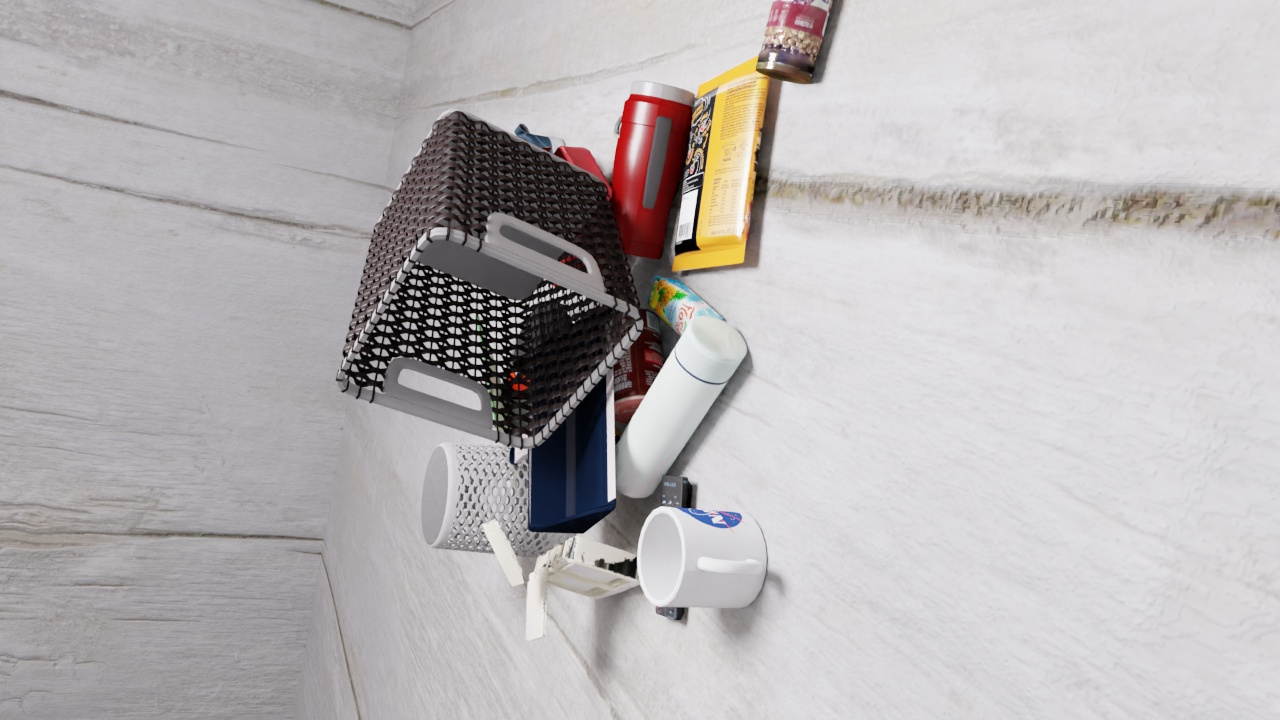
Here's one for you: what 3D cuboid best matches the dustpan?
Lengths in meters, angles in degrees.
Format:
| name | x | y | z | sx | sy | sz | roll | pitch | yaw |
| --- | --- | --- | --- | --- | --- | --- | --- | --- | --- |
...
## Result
| name | x | y | z | sx | sy | sz | roll | pitch | yaw |
| --- | --- | --- | --- | --- | --- | --- | --- | --- | --- |
| dustpan | -0.102 | 0.087 | 1.115 | 0.274 | 0.080 | 0.236 | 129 | 143 | -65 |

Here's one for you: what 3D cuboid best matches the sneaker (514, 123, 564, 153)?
| name | x | y | z | sx | sy | sz | roll | pitch | yaw |
| --- | --- | --- | --- | --- | --- | --- | --- | --- | --- |
| sneaker | -0.172 | -0.265 | 1.465 | 0.089 | 0.087 | 0.235 | -33 | 53 | 56 |

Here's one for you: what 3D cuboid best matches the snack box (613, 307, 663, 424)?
| name | x | y | z | sx | sy | sz | roll | pitch | yaw |
| --- | --- | --- | --- | --- | --- | --- | --- | --- | --- |
| snack box | -0.006 | 0.006 | 1.075 | 0.072 | 0.072 | 0.121 | -44 | 43 | 50 |

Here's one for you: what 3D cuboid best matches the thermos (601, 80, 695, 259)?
| name | x | y | z | sx | sy | sz | roll | pitch | yaw |
| --- | --- | --- | --- | --- | --- | --- | --- | --- | --- |
| thermos | 0.009 | -0.225 | 1.091 | 0.108 | 0.084 | 0.199 | -120 | 40 | -75 |

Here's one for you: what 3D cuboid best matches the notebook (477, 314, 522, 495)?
| name | x | y | z | sx | sy | sz | roll | pitch | yaw |
| --- | --- | --- | --- | --- | --- | --- | --- | --- | --- |
| notebook | -0.227 | 0.067 | 1.465 | 0.182 | 0.010 | 0.252 | 82 | 172 | -46 |

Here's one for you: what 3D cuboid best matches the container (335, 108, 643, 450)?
| name | x | y | z | sx | sy | sz | roll | pitch | yaw |
| --- | --- | --- | --- | --- | --- | --- | --- | --- | --- |
| container | -0.169 | -0.092 | 1.026 | 0.246 | 0.247 | 0.243 | -47 | 35 | 34 |

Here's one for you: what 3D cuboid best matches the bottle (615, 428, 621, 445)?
| name | x | y | z | sx | sy | sz | roll | pitch | yaw |
| --- | --- | --- | --- | --- | --- | --- | --- | --- | --- |
| bottle | -0.058 | 0.100 | 1.181 | 0.144 | 0.043 | 0.043 | 12 | 93 | 63 |

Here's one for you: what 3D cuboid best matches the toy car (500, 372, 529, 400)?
| name | x | y | z | sx | sy | sz | roll | pitch | yaw |
| --- | --- | --- | --- | --- | --- | --- | --- | --- | --- |
| toy car | -0.182 | 0.025 | 1.440 | 0.100 | 0.051 | 0.048 | -54 | 41 | 43 |

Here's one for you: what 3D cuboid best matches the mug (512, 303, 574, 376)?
| name | x | y | z | sx | sy | sz | roll | pitch | yaw |
| --- | --- | --- | --- | --- | --- | --- | --- | --- | --- |
| mug | -0.120 | -0.033 | 1.320 | 0.119 | 0.085 | 0.100 | -7 | 60 | 32 |

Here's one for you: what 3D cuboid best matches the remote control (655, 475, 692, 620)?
| name | x | y | z | sx | sy | sz | roll | pitch | yaw |
| --- | --- | --- | --- | --- | --- | --- | --- | --- | --- |
| remote control | 0.038 | 0.200 | 0.988 | 0.047 | 0.022 | 0.150 | -7 | 78 | 62 |

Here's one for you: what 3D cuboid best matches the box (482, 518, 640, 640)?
| name | x | y | z | sx | sy | sz | roll | pitch | yaw |
| --- | --- | --- | --- | --- | --- | --- | --- | --- | --- |
| box | -0.109 | 0.262 | 1.048 | 0.144 | 0.187 | 0.104 | 135 | 152 | -59 |

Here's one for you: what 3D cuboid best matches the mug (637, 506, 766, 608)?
| name | x | y | z | sx | sy | sz | roll | pitch | yaw |
| --- | --- | --- | --- | --- | --- | --- | --- | --- | --- |
| mug | 0.064 | 0.187 | 0.859 | 0.121 | 0.090 | 0.091 | -5 | 78 | 63 |

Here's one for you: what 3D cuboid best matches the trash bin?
| name | x | y | z | sx | sy | sz | roll | pitch | yaw |
| --- | --- | --- | --- | --- | --- | --- | --- | --- | --- |
| trash bin | -0.197 | 0.192 | 1.272 | 0.157 | 0.183 | 0.156 | -29 | 57 | 58 |

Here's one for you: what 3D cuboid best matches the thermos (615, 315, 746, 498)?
| name | x | y | z | sx | sy | sz | roll | pitch | yaw |
| --- | --- | --- | --- | --- | --- | --- | --- | --- | --- |
| thermos | 0.033 | 0.055 | 0.988 | 0.231 | 0.067 | 0.067 | -61 | 33 | 37 |

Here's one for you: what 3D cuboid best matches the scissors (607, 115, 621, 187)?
| name | x | y | z | sx | sy | sz | roll | pitch | yaw |
| --- | --- | --- | --- | --- | --- | --- | --- | --- | --- |
| scissors | -0.014 | -0.278 | 1.240 | 0.172 | 0.012 | 0.157 | -54 | 38 | 42 |

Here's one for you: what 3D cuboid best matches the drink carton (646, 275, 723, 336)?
| name | x | y | z | sx | sy | sz | roll | pitch | yaw |
| --- | --- | --- | --- | --- | --- | --- | --- | --- | --- |
| drink carton | 0.048 | -0.055 | 1.021 | 0.129 | 0.038 | 0.044 | 49 | 126 | 57 |

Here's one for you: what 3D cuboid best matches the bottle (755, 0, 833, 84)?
| name | x | y | z | sx | sy | sz | roll | pitch | yaw |
| --- | --- | --- | --- | --- | --- | --- | --- | --- | --- |
| bottle | 0.150 | -0.325 | 0.878 | 0.056 | 0.056 | 0.105 | 34 | 112 | 61 |

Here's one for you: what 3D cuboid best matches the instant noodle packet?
| name | x | y | z | sx | sy | sz | roll | pitch | yaw |
| --- | --- | --- | --- | --- | --- | --- | --- | --- | --- |
| instant noodle packet | 0.086 | -0.210 | 0.998 | 0.160 | 0.032 | 0.220 | -174 | 93 | -66 |

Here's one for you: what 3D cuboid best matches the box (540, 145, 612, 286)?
| name | x | y | z | sx | sy | sz | roll | pitch | yaw |
| --- | --- | --- | --- | --- | --- | --- | --- | --- | --- |
| box | -0.098 | -0.194 | 1.239 | 0.129 | 0.087 | 0.157 | -44 | 70 | 39 |
